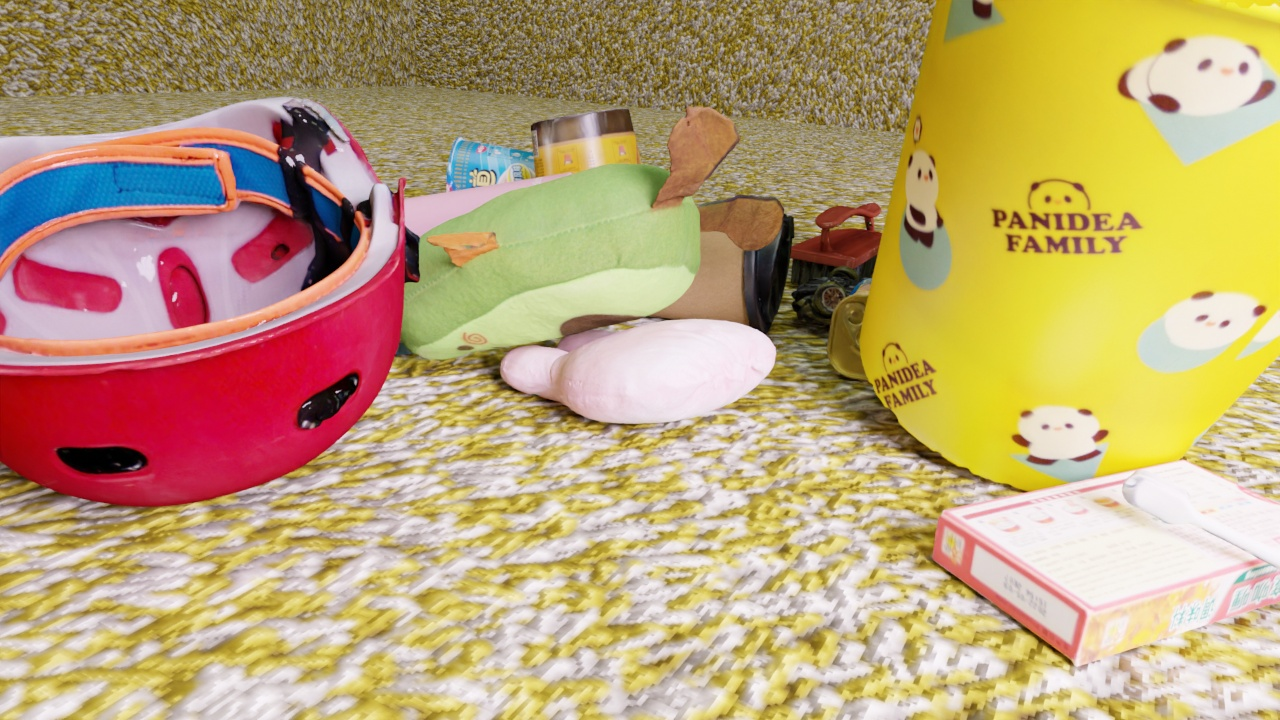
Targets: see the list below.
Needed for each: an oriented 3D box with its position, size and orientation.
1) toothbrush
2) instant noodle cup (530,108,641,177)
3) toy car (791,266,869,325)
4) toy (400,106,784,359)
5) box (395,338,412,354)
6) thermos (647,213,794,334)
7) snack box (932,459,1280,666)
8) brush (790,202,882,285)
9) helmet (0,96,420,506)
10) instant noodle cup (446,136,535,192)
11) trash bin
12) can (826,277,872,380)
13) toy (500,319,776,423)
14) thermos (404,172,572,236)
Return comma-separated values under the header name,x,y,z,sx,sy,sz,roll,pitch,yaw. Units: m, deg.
name,x,y,z,sx,sy,sz,roll,pitch,yaw
toothbrush,0.268,0.089,0.335,0.180,0.016,0.016,30,32,28
instant noodle cup,-0.048,-0.170,0.857,0.118,0.114,0.118,-9,13,2
toy car,0.194,-0.039,0.695,0.158,0.042,0.070,10,21,21
toy,-0.044,-0.058,0.521,0.247,0.090,0.226,-17,-11,20
box,-0.222,-0.053,0.645,0.184,0.061,0.089,7,19,17
thermos,0.043,-0.067,0.690,0.143,0.093,0.092,2,18,18
snack box,0.210,0.079,0.388,0.155,0.027,0.077,-6,22,-24
brush,0.193,-0.111,0.857,0.063,0.069,0.145,16,23,28
helmet,-0.202,-0.013,0.414,0.206,0.144,0.240,-17,41,-24
instant noodle cup,-0.135,-0.177,0.949,0.110,0.099,0.099,5,20,2
trash bin,0.224,-0.084,0.434,0.229,0.256,0.229,4,44,-4
can,0.185,-0.020,0.620,0.102,0.057,0.083,10,18,18
toy,-0.003,0.003,0.529,0.160,0.054,0.121,5,16,43
thermos,-0.145,-0.111,0.753,0.199,0.067,0.087,-7,38,11
